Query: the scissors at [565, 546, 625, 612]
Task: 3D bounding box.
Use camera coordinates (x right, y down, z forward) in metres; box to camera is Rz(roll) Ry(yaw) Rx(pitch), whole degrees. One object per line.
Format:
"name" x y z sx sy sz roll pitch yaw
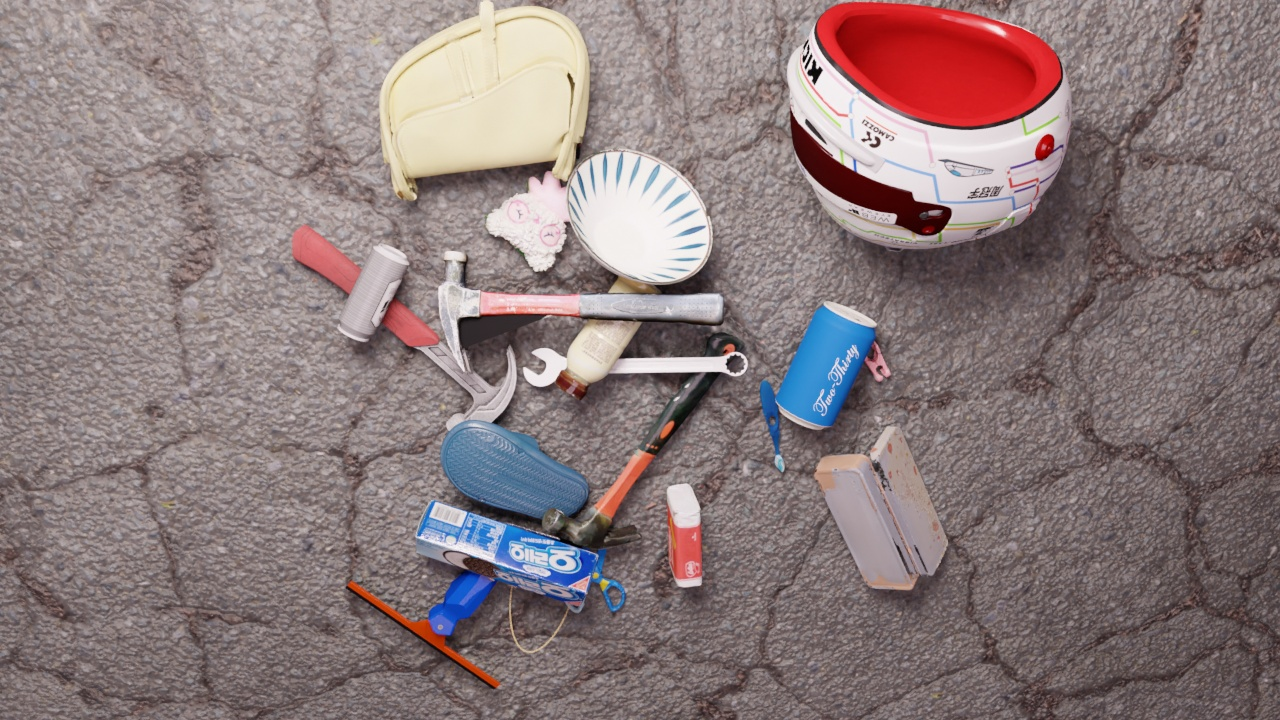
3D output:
"scissors" -0.072 0.290 1.244 0.105 0.019 0.132 -19 108 -1

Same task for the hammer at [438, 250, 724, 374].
"hammer" -0.069 -0.052 1.044 0.326 0.036 0.140 1 89 6

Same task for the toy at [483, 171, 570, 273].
"toy" -0.116 -0.166 1.056 0.095 0.041 0.109 38 96 -16

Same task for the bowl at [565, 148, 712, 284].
"bowl" -0.013 -0.147 1.039 0.177 0.176 0.071 24 146 -14

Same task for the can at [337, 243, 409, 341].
"can" -0.301 -0.077 1.034 0.044 0.044 0.107 26 100 -15

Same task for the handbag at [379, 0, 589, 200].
"handbag" -0.166 -0.275 0.975 0.233 0.088 0.191 -9 106 -3

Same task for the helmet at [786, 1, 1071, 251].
"helmet" 0.287 -0.232 0.970 0.314 0.230 0.237 0 146 -13

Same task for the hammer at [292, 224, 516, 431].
"hammer" -0.279 -0.045 1.086 0.126 0.036 0.315 -44 108 8

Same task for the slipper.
"slipper" -0.159 0.140 1.153 0.213 0.059 0.104 34 105 -32

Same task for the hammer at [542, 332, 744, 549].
"hammer" 0.019 0.102 1.161 0.133 0.033 0.333 29 101 -33

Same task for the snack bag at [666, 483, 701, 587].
"snack bag" 0.057 0.229 1.198 0.036 0.077 0.116 -5 111 -7

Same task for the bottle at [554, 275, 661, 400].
"bottle" -0.041 -0.029 1.087 0.056 0.056 0.162 34 92 -17

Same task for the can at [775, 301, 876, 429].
"can" 0.228 0.007 1.134 0.079 0.079 0.146 18 107 -13

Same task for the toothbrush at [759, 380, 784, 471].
"toothbrush" 0.172 0.086 1.190 0.021 0.016 0.132 -15 112 -3

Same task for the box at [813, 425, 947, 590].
"box" 0.325 0.201 1.237 0.105 0.096 0.216 -12 116 35

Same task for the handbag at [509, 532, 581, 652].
"handbag" -0.135 0.320 1.234 0.084 0.027 0.178 15 108 -3

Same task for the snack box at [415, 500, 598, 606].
"snack box" -0.170 0.244 1.160 0.226 0.059 0.060 18 146 -1

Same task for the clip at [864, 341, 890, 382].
"clip" 0.295 0.005 1.171 0.037 0.022 0.058 -35 112 3

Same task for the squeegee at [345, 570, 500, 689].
"squeegee" -0.229 0.306 1.208 0.249 0.055 0.185 41 90 -16

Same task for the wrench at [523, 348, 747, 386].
"wrench" -0.007 0.007 1.121 0.273 0.009 0.047 -1 91 2

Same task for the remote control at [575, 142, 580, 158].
"remote control" -0.130 -0.250 1.036 0.124 0.010 0.039 4 110 -7
